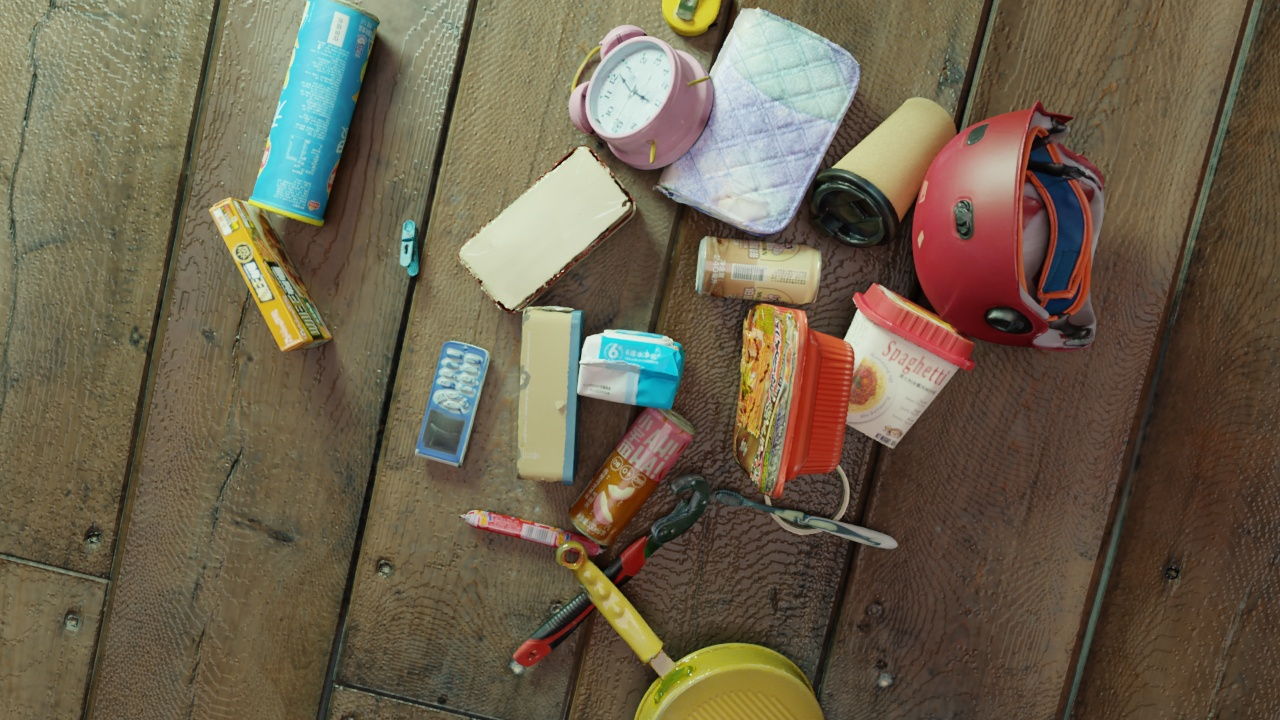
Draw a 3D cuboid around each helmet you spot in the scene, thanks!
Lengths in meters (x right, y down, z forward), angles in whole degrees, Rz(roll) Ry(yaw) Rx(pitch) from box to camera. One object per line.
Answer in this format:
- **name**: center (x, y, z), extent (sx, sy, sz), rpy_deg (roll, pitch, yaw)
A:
- **helmet**: center (0.314, -0.115, 0.820), extent (0.144, 0.240, 0.206), rpy_deg (-1, 70, 41)

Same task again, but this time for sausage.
- **sausage**: center (-0.111, 0.176, 0.940), extent (0.156, 0.020, 0.020), rpy_deg (14, 94, 0)

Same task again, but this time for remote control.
- **remote control**: center (-0.189, 0.044, 0.931), extent (0.049, 0.024, 0.125), rpy_deg (16, 93, 0)

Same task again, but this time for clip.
- **clip**: center (-0.232, -0.115, 0.923), extent (0.013, 0.033, 0.054), rpy_deg (-1, 77, 0)

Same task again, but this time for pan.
- **pan**: center (0.038, 0.319, 0.913), extent (0.197, 0.078, 0.357), rpy_deg (-40, 105, -1)

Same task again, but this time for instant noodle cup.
- **instant noodle cup**: center (0.137, 0.034, 0.845), extent (0.079, 0.189, 0.164), rpy_deg (7, 96, -7)
- **instant noodle cup**: center (0.238, 0.006, 0.880), extent (0.116, 0.116, 0.124), rpy_deg (28, 106, -1)

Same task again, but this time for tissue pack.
- **tissue pack**: center (-0.005, 0.005, 0.868), extent (0.090, 0.140, 0.063), rpy_deg (9, 95, 4)

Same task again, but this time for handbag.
- **handbag**: center (0.114, -0.221, 0.881), extent (0.134, 0.075, 0.194), rpy_deg (27, 93, 0)

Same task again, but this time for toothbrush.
- **toothbrush**: center (0.165, 0.160, 0.917), extent (0.191, 0.018, 0.016), rpy_deg (16, 94, 0)

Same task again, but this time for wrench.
- **wrench**: center (-0.027, 0.218, 0.933), extent (0.273, 0.016, 0.056), rpy_deg (-46, 129, 7)

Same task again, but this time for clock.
- **clock**: center (-0.007, -0.254, 0.872), extent (0.158, 0.059, 0.117), rpy_deg (39, 101, 37)

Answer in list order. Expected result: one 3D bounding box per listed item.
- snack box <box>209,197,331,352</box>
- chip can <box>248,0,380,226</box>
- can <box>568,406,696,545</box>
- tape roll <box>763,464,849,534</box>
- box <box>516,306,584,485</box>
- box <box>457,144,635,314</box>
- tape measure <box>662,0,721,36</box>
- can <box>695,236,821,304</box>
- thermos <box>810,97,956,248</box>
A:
- **snack box**: center (-0.362, -0.082, 0.901), extent (0.026, 0.075, 0.153), rpy_deg (-26, 93, 3)
- **chip can**: center (-0.317, -0.241, 0.892), extent (0.071, 0.071, 0.210), rpy_deg (17, 93, 0)
- **can**: center (-0.009, 0.112, 0.914), extent (0.058, 0.058, 0.147), rpy_deg (37, 94, -1)
- **tape roll**: center (0.168, 0.133, 0.932), extent (0.086, 0.014, 0.086), rpy_deg (0, 94, 2)
- **box**: center (-0.087, 0.038, 0.897), extent (0.060, 0.089, 0.184), rpy_deg (1, 96, 0)
- **box**: center (-0.091, -0.128, 0.891), extent (0.168, 0.076, 0.091), rpy_deg (-40, 93, 3)
- **tape measure**: center (0.050, -0.349, 0.896), extent (0.060, 0.029, 0.057), rpy_deg (15, 95, 1)
- **can**: center (0.114, -0.088, 0.897), extent (0.116, 0.058, 0.058), rpy_deg (5, 94, 1)
- **thermos**: center (0.231, -0.178, 0.868), extent (0.093, 0.093, 0.143), rpy_deg (42, 76, -1)
